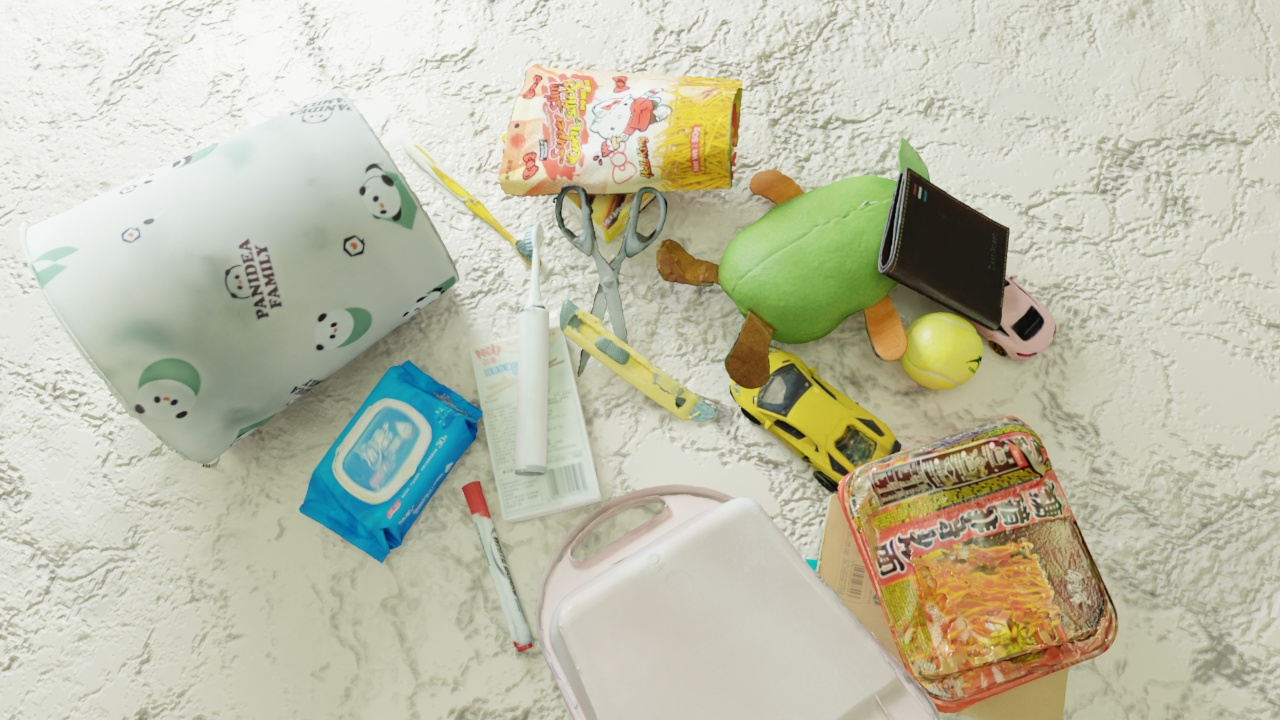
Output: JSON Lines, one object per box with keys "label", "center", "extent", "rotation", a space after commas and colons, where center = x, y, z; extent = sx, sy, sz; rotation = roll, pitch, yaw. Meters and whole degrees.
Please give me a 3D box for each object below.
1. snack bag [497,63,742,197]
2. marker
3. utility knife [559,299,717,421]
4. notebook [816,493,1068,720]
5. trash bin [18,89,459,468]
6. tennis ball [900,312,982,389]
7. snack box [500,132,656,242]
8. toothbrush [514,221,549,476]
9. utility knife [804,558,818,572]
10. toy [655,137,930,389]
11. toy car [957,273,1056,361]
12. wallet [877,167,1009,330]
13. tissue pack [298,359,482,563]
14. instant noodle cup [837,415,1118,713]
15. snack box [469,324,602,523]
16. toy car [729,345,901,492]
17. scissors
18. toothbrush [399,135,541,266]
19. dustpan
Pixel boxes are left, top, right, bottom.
{"label": "snack bag", "center": [-0.017, -0.202, 0.807], "extent": [0.208, 0.073, 0.128], "rotation": [5, 76, 12]}
{"label": "marker", "center": [-0.119, 0.171, 0.766], "extent": [0.017, 0.017, 0.145], "rotation": [-21, 75, -2]}
{"label": "utility knife", "center": [-0.005, 0.005, 0.794], "extent": [0.165, 0.018, 0.031], "rotation": [36, 89, -5]}
{"label": "notebook", "center": [0.240, 0.201, 0.732], "extent": [0.208, 0.008, 0.147], "rotation": [13, 76, 2]}
{"label": "trash bin", "center": [-0.303, -0.077, 0.745], "extent": [0.251, 0.230, 0.229], "rotation": [-34, 76, -12]}
{"label": "tennis ball", "center": [0.250, -0.008, 0.764], "extent": [0.065, 0.065, 0.065], "rotation": [-1, 75, 3]}
{"label": "snack box", "center": [-0.050, -0.185, 0.847], "extent": [0.140, 0.034, 0.087], "rotation": [43, 81, 14]}
{"label": "toothbrush", "center": [-0.091, -0.013, 0.777], "extent": [0.026, 0.026, 0.220], "rotation": [-11, 73, 36]}
{"label": "utility knife", "center": [0.128, 0.176, 0.750], "extent": [0.205, 0.013, 0.029], "rotation": [1, 78, 3]}
{"label": "toy", "center": [0.148, -0.084, 0.779], "extent": [0.246, 0.090, 0.227], "rotation": [-27, 65, -8]}
{"label": "toy car", "center": [0.300, -0.052, 0.788], "extent": [0.056, 0.037, 0.122], "rotation": [-43, 76, -9]}
{"label": "wallet", "center": [0.251, -0.090, 0.748], "extent": [0.122, 0.020, 0.096], "rotation": [23, 72, -22]}
{"label": "tissue pack", "center": [-0.211, 0.084, 0.774], "extent": [0.095, 0.052, 0.157], "rotation": [32, 81, 13]}
{"label": "instant noodle cup", "center": [0.250, 0.153, 0.699], "extent": [0.164, 0.079, 0.188], "rotation": [-17, 76, -5]}
{"label": "snack box", "center": [-0.090, 0.054, 0.789], "extent": [0.085, 0.027, 0.156], "rotation": [-14, 75, 0]}
{"label": "toy car", "center": [0.142, 0.048, 0.770], "extent": [0.156, 0.041, 0.071], "rotation": [40, 80, 14]}
{"label": "scissors", "center": [-0.028, -0.075, 0.791], "extent": [0.175, 0.014, 0.159], "rotation": [-44, 90, 12]}
{"label": "toothbrush", "center": [-0.160, -0.150, 0.851], "extent": [0.191, 0.018, 0.016], "rotation": [43, 80, 13]}
{"label": "dustpan", "center": [0.048, 0.215, 0.685], "extent": [0.222, 0.139, 0.273], "rotation": [-26, 77, -13]}
